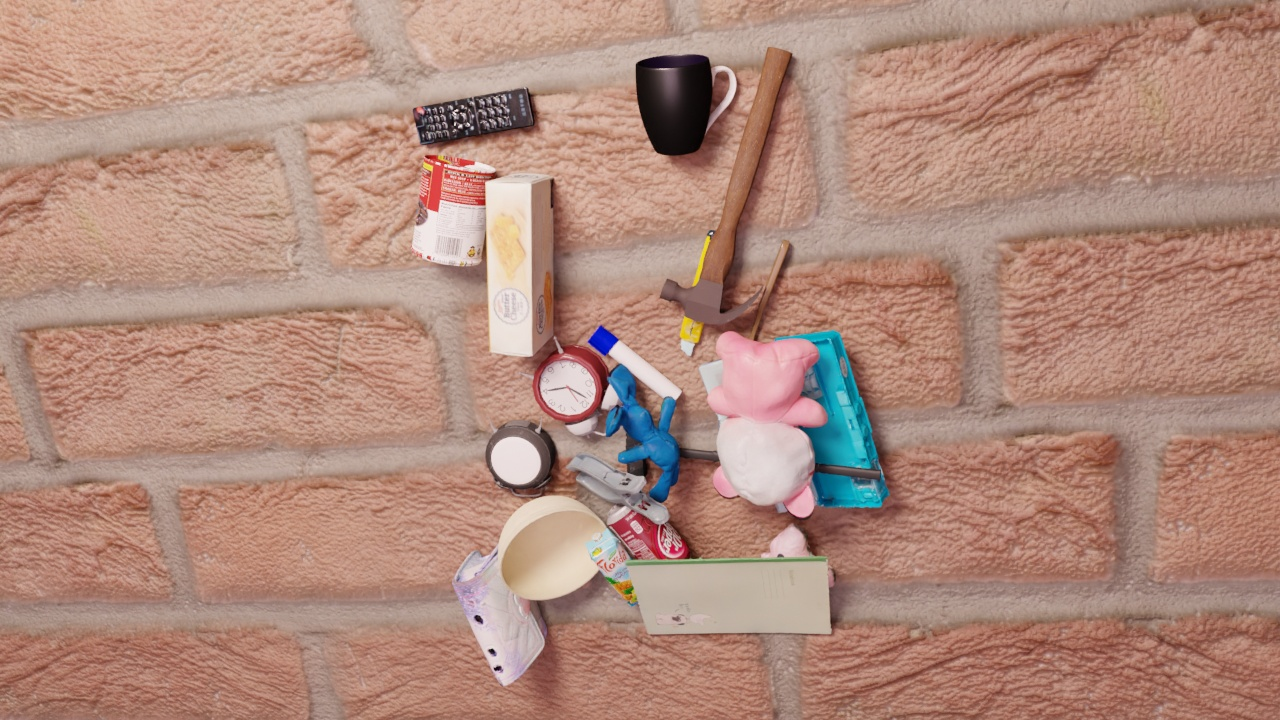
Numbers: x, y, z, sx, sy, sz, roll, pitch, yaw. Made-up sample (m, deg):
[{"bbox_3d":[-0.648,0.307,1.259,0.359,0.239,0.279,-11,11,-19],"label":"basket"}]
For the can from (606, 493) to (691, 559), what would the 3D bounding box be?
[{"bbox_3d":[0.011,0.232,1.209,0.063,0.063,0.114,-37,97,18],"label":"can"}]

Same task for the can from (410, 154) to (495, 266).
[{"bbox_3d":[-0.228,-0.183,1.117,0.086,0.086,0.116,14,108,5],"label":"can"}]

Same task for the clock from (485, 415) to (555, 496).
[{"bbox_3d":[-0.160,0.132,1.220,0.091,0.043,0.123,-1,106,10],"label":"clock"}]

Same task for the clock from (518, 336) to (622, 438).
[{"bbox_3d":[-0.080,0.037,1.176,0.137,0.048,0.096,45,108,-4],"label":"clock"}]

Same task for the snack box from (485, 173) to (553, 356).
[{"bbox_3d":[-0.144,-0.117,1.112,0.057,0.104,0.208,4,107,8],"label":"snack box"}]

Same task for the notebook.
[{"bbox_3d":[0.119,0.308,1.197,0.253,0.010,0.182,-3,134,11],"label":"notebook"}]

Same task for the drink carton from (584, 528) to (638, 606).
[{"bbox_3d":[-0.028,0.273,1.212,0.044,0.038,0.129,-33,128,-3],"label":"drink carton"}]

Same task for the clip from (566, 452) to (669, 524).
[{"bbox_3d":[-0.042,0.146,1.151,0.163,0.027,0.107,17,150,44],"label":"clip"}]

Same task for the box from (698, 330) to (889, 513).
[{"bbox_3d":[0.192,0.083,1.138,0.186,0.056,0.227,-11,108,31],"label":"box"}]

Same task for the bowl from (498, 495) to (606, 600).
[{"bbox_3d":[-0.123,0.235,1.215,0.150,0.075,0.151,-13,125,-19],"label":"bowl"}]

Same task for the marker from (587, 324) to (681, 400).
[{"bbox_3d":[-0.007,0.007,1.167,0.133,0.023,0.027,39,105,-3],"label":"marker"}]

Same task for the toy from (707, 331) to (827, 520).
[{"bbox_3d":[0.142,0.076,1.072,0.142,0.084,0.213,7,107,25],"label":"toy"}]

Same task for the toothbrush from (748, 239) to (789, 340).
[{"bbox_3d":[0.148,-0.069,1.122,0.016,0.016,0.167,20,109,3],"label":"toothbrush"}]

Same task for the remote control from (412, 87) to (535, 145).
[{"bbox_3d":[-0.201,-0.296,1.114,0.150,0.022,0.047,-6,106,13],"label":"remote control"}]

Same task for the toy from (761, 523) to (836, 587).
[{"bbox_3d":[0.194,0.266,1.195,0.096,0.052,0.099,-31,99,29],"label":"toy"}]

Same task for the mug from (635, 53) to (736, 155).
[{"bbox_3d":[0.055,-0.292,1.046,0.118,0.085,0.100,-14,119,-17],"label":"mug"}]

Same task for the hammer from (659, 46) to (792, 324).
[{"bbox_3d":[0.117,-0.198,1.072,0.115,0.033,0.323,17,104,5],"label":"hammer"}]

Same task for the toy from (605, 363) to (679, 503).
[{"bbox_3d":[0.004,0.098,1.129,0.071,0.112,0.176,-15,111,37],"label":"toy"}]

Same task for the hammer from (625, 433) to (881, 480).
[{"bbox_3d":[0.133,0.117,1.142,0.325,0.015,0.095,4,108,22],"label":"hammer"}]

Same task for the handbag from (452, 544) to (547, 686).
[{"bbox_3d":[-0.188,0.339,1.243,0.069,0.126,0.158,-19,101,12],"label":"handbag"}]

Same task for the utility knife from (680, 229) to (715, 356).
[{"bbox_3d":[0.077,-0.082,1.132,0.030,0.017,0.163,19,112,15],"label":"utility knife"}]
